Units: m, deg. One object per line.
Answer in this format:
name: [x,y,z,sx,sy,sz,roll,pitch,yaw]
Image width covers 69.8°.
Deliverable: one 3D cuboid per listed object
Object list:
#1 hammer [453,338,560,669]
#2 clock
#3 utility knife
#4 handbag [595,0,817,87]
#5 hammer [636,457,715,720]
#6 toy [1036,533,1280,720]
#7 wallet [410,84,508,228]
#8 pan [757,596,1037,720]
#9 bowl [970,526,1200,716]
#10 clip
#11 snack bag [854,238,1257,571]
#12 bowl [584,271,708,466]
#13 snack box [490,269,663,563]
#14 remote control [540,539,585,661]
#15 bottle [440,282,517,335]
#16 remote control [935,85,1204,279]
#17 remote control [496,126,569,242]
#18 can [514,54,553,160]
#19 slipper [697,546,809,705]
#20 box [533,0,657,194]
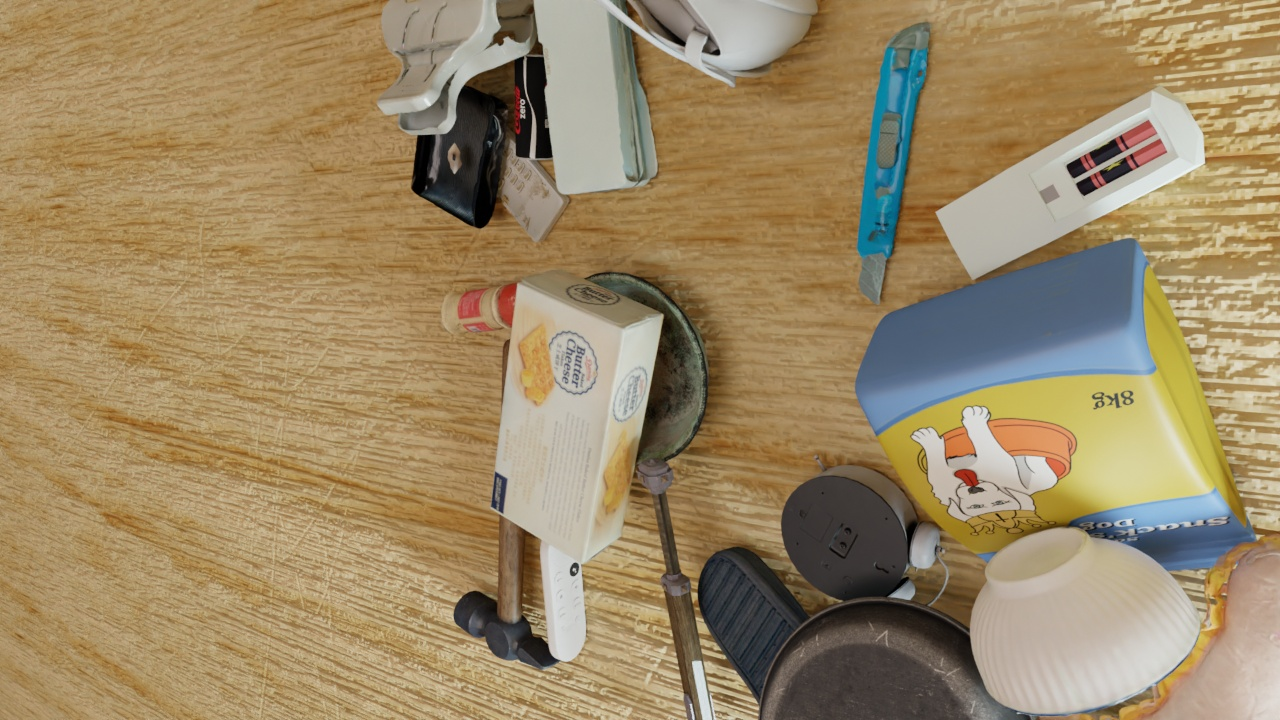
hammer: [-0.119,0.136,0.860,0.129,0.040,0.322,18,111,39]
clock: [0.160,0.128,0.654,0.123,0.035,0.095,33,121,24]
utility knife: [0.159,-0.123,0.591,0.031,0.015,0.179,18,115,37]
handbag: [-0.011,-0.248,0.547,0.216,0.222,0.096,51,126,13]
hammer: [0.035,0.227,0.742,0.147,0.028,0.317,17,120,63]
toy: [0.298,0.203,0.546,0.196,0.065,0.265,19,120,22]
wallet: [-0.156,-0.181,0.785,0.089,0.026,0.115,31,120,28]
pan: [0.227,0.251,0.536,0.358,0.055,0.187,3,84,35]
bowl: [0.232,0.133,0.506,0.118,0.117,0.062,-28,93,39]
clip: [-0.155,-0.250,0.707,0.126,0.152,0.097,8,143,38]
snack bag: [0.245,0.053,0.537,0.159,0.102,0.205,-19,114,39]
bowl: [-0.005,0.004,0.736,0.158,0.038,0.157,12,111,34]
snack box: [-0.054,0.044,0.722,0.104,0.057,0.208,24,118,29]
remote control: [-0.071,0.214,0.847,0.013,0.043,0.136,7,108,35]
bottle: [-0.130,-0.046,0.813,0.109,0.044,0.044,-4,101,39]
remote control: [0.242,-0.099,0.528,0.144,0.024,0.049,-30,85,39]
remote control: [-0.116,-0.166,0.785,0.136,0.011,0.050,50,127,14]
can: [-0.085,-0.204,0.737,0.032,0.031,0.080,14,112,33]
slipper: [0.143,0.242,0.681,0.263,0.082,0.101,51,127,37]
box: [-0.037,-0.226,0.687,0.083,0.066,0.199,6,107,56]
